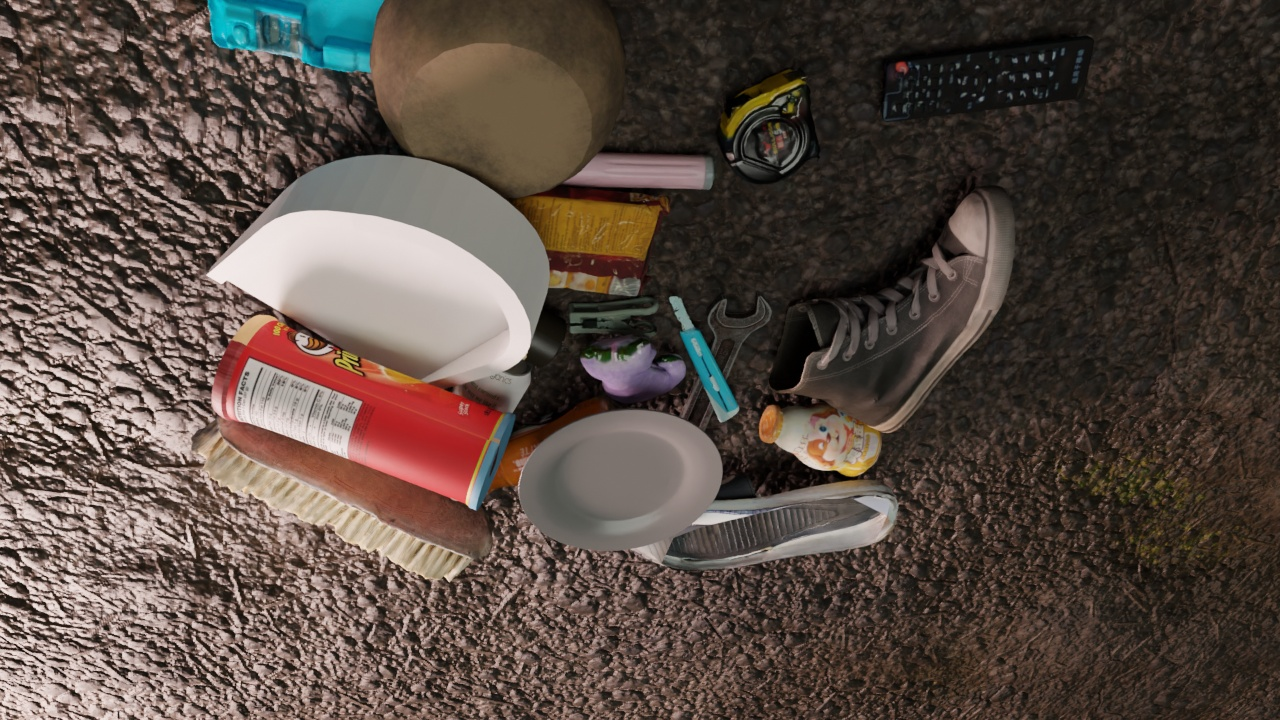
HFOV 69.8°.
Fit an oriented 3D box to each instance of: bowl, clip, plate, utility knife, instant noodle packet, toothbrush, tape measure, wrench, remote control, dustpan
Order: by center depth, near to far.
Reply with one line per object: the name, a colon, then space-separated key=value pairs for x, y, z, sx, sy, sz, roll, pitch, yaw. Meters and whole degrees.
bowl: x=-0.089 y=-0.169 z=0.576 sx=0.162 sy=0.070 sz=0.162 roll=-3 pitch=142 yaw=-2
dustpan: x=-0.180 y=-0.042 z=0.652 sx=0.191 sy=0.053 sz=0.259 roll=36 pitch=140 yaw=-29
tape measure: x=0.093 y=-0.167 z=0.670 sx=0.072 sy=0.042 sz=0.071 roll=-20 pitch=128 yaw=2
remote control: x=0.251 y=-0.208 z=0.673 sx=0.150 sy=0.022 sz=0.047 roll=-7 pitch=128 yaw=-1
toothbrush: x=-0.057 y=-0.142 z=0.677 sx=0.222 sy=0.027 sz=0.027 roll=0 pitch=130 yaw=-7
instant noodle packet: x=-0.048 y=-0.092 z=0.696 sx=0.135 sy=0.039 sz=0.099 roll=3 pitch=146 yaw=-11
clip: x=-0.022 y=-0.036 z=0.764 sx=0.075 sy=0.023 sz=0.037 roll=0 pitch=128 yaw=-5
utility knife: x=0.052 y=-0.001 z=0.792 sx=0.022 sy=0.015 sz=0.141 roll=-26 pitch=123 yaw=7
plate: x=-0.017 y=0.105 z=0.802 sx=0.178 sy=0.012 sz=0.179 roll=-5 pitch=130 yaw=-6
wrench: x=0.051 y=0.050 z=0.846 sx=0.070 sy=0.010 sz=0.274 roll=10 pitch=125 yaw=-15

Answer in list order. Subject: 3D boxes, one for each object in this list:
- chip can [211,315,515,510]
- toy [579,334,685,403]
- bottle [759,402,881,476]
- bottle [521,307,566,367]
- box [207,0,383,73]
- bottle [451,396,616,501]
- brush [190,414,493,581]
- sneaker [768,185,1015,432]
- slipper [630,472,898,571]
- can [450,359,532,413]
chip can: x=-0.213 y=0.041 z=0.719 sx=0.213 sy=0.086 sz=0.087 roll=21 pitch=123 yaw=-1
toy: x=-0.005 y=0.005 z=0.776 sx=0.080 sy=0.036 sz=0.100 roll=-14 pitch=153 yaw=8
bottle: x=0.164 y=0.069 z=0.843 sx=0.109 sy=0.063 sz=0.063 roll=13 pitch=124 yaw=-17
bottle: x=-0.145 y=-0.054 z=0.718 sx=0.184 sy=0.045 sz=0.045 roll=29 pitch=118 yaw=-26
box: x=-0.142 y=-0.250 z=0.552 sx=0.226 sy=0.039 sz=0.182 roll=8 pitch=139 yaw=-13
bottle: x=-0.096 y=0.085 z=0.821 sx=0.167 sy=0.059 sz=0.059 roll=-21 pitch=127 yaw=8
brush: x=-0.251 y=0.113 z=0.806 sx=0.271 sy=0.083 sz=0.057 roll=33 pitch=117 yaw=-28
sneaker: x=0.202 y=-0.047 z=0.748 sx=0.119 sy=0.095 sz=0.235 roll=15 pitch=131 yaw=-18
slipper: x=0.112 y=0.147 z=0.891 sx=0.264 sy=0.063 sz=0.111 roll=-8 pitch=135 yaw=8
can: x=-0.134 y=0.034 z=0.780 sx=0.055 sy=0.054 sz=0.102 roll=21 pitch=121 yaw=-22
